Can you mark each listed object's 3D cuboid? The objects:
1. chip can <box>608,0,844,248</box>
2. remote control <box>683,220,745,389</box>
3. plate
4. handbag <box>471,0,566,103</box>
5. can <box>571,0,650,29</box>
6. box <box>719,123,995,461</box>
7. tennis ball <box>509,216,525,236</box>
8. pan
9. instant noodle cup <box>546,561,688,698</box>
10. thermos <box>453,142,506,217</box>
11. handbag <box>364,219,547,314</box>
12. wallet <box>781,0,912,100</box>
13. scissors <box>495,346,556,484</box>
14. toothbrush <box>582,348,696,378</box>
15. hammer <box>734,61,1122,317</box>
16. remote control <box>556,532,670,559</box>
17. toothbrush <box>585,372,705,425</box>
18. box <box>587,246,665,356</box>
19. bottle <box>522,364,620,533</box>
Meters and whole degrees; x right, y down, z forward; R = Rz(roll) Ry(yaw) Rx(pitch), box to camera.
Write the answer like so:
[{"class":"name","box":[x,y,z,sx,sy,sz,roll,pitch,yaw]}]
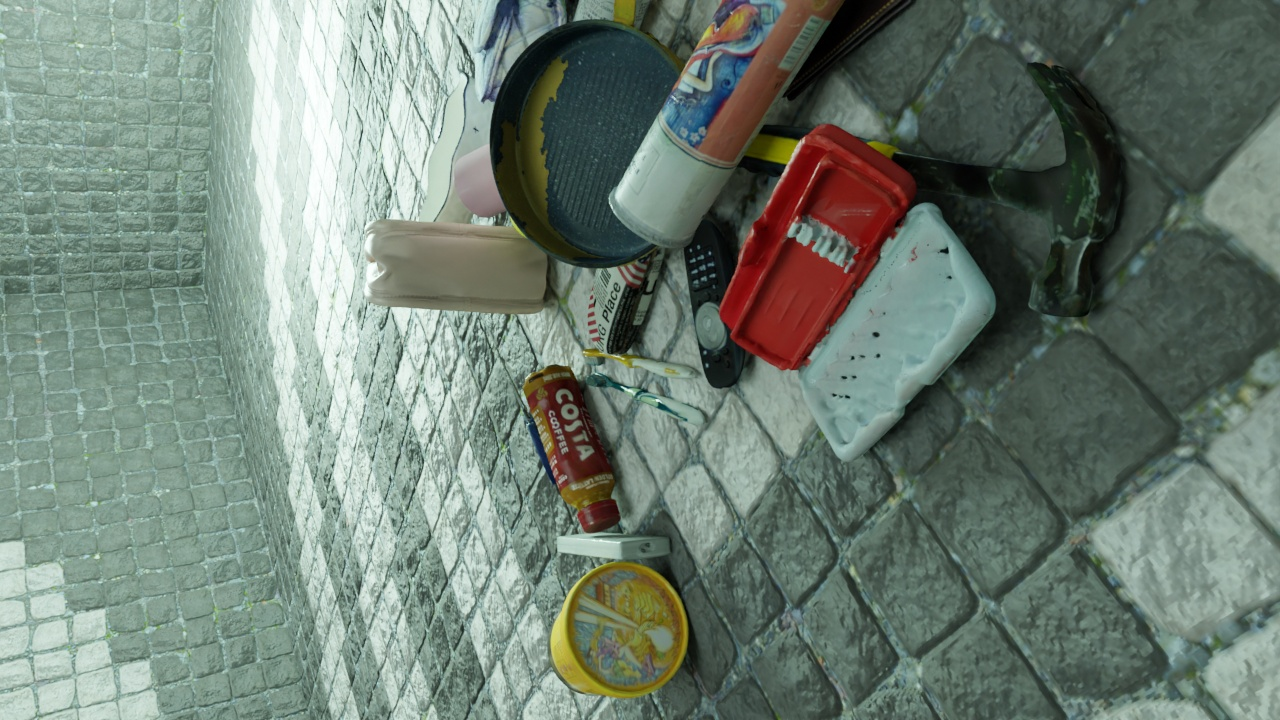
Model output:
[{"class":"chip can","box":[0.057,-0.179,0.628,0.215,0.071,0.071,-55,50,36]},{"class":"remote control","box":[0.063,-0.046,0.741,0.053,0.024,0.136,-11,87,56]},{"class":"plate","box":[-0.214,-0.229,1.071,0.205,0.045,0.205,-167,91,-69]},{"class":"handbag","box":[-0.120,-0.331,0.876,0.193,0.075,0.134,-105,33,-49]},{"class":"can","box":[-0.020,-0.315,0.789,0.058,0.058,0.147,62,142,30]},{"class":"box","box":[0.129,-0.036,0.587,0.161,0.058,0.202,50,151,17]},{"class":"tennis ball","box":[-0.102,-0.154,0.941,0.065,0.065,0.065,15,108,56]},{"class":"pan","box":[-0.021,-0.244,0.717,0.198,0.078,0.358,24,112,20]},{"class":"instant noodle cup","box":[-0.030,0.261,0.865,0.115,0.118,0.118,-53,52,57]},{"class":"thermos","box":[-0.088,-0.201,0.845,0.199,0.067,0.087,-17,123,36]},{"class":"handbag","box":[-0.225,-0.102,1.044,0.234,0.193,0.093,-173,85,-65]},{"class":"wallet","box":[0.122,-0.248,0.617,0.123,0.020,0.096,-30,74,55]},{"class":"scissors","box":[-0.124,0.055,0.993,0.133,0.012,0.172,-172,60,-84]},{"class":"toothbrush","box":[-0.005,0.005,0.865,0.192,0.016,0.018,12,116,56]},{"class":"hammer","box":[0.149,-0.128,0.586,0.323,0.031,0.126,29,119,53]},{"class":"remote control","box":[-0.029,0.181,0.897,0.135,0.056,0.019,-14,78,57]},{"class":"toothbrush","box":[0.000,0.035,0.860,0.192,0.018,0.016,18,111,55]},{"class":"box","box":[-0.011,-0.076,0.843,0.068,0.052,0.165,43,132,28]},{"class":"bottle","box":[-0.068,0.090,0.939,0.058,0.057,0.174,-53,53,47]}]
